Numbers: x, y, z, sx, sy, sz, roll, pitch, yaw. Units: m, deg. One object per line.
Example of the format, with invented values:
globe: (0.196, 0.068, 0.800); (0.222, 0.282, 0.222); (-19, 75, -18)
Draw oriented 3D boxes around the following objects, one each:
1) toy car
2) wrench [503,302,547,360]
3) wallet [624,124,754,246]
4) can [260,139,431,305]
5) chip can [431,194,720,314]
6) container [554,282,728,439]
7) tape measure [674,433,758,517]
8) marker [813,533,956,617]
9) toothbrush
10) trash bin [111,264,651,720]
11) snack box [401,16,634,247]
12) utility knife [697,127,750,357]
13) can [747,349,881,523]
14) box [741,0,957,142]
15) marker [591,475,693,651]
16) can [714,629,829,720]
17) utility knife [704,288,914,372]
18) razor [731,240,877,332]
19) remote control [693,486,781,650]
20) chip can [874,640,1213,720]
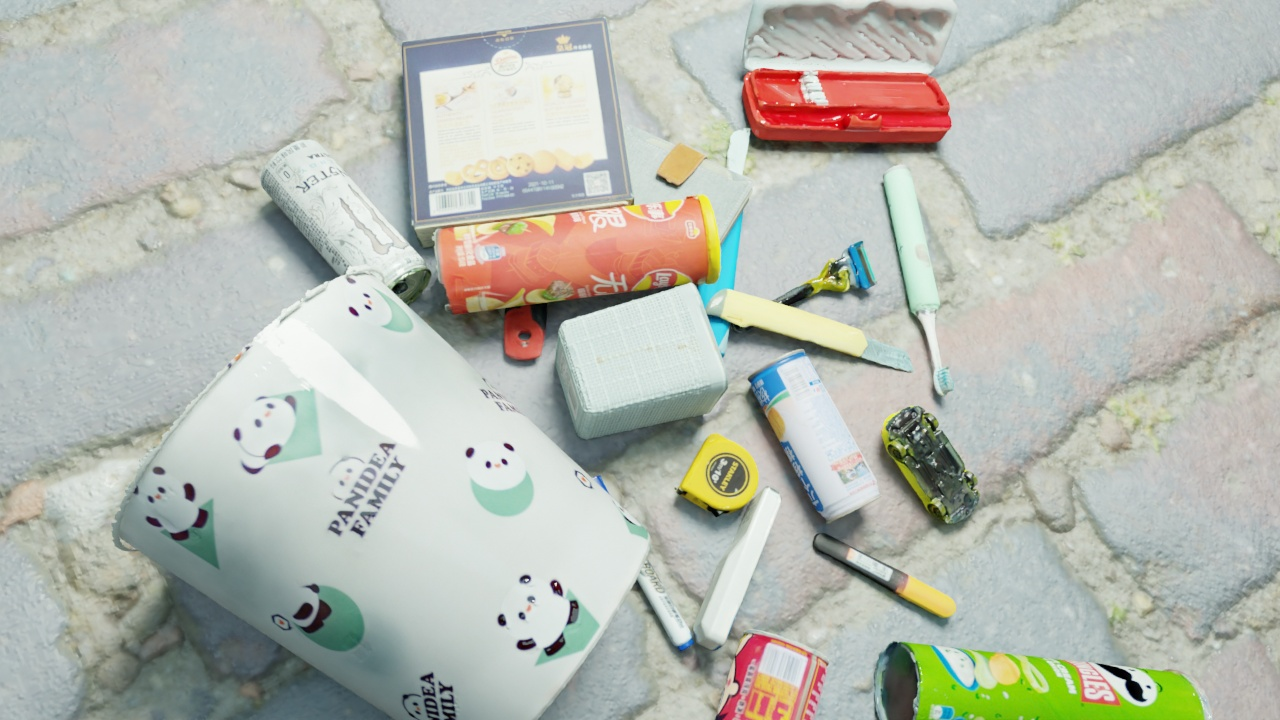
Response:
toy car: (0.240, 0.088, 0.766); (0.048, 0.032, 0.105); (-36, 92, -21)
wrench: (-0.087, -0.127, 0.788); (0.056, 0.016, 0.273); (7, 68, -3)
wallet: (0.022, -0.145, 0.798); (0.130, 0.037, 0.106); (28, 69, 9)
can: (-0.233, -0.105, 0.728); (0.058, 0.058, 0.146); (-40, 81, -21)
chip can: (-0.049, -0.083, 0.724); (0.216, 0.073, 0.073); (-7, 71, -3)
container: (-0.004, 0.004, 0.719); (0.111, 0.090, 0.090); (-14, 73, -13)
tape measure: (0.064, 0.094, 0.729); (0.057, 0.029, 0.059); (31, 67, 2)
marker: (0.194, 0.172, 0.735); (0.124, 0.015, 0.018); (28, 66, 3)
toothbrush: (0.252, -0.075, 0.829); (0.026, 0.027, 0.224); (1, 70, -17)
trash bin: (-0.147, 0.107, 0.588); (0.252, 0.230, 0.229); (40, 68, -2)
snack box: (-0.105, -0.194, 0.776); (0.178, 0.046, 0.182); (-7, 71, -1)
utility knife: (0.075, -0.112, 0.812); (0.034, 0.018, 0.234); (8, 68, 7)
can: (0.141, 0.061, 0.743); (0.053, 0.053, 0.134); (-22, 76, -18)
box: (0.199, -0.273, 0.852); (0.201, 0.100, 0.110); (-2, 59, -11)
marker: (-0.002, 0.154, 0.701); (0.016, 0.017, 0.145); (-27, 77, -19)
can: (0.091, 0.249, 0.657); (0.066, 0.067, 0.093); (23, 67, -2)
utility knife: (0.150, -0.025, 0.786); (0.201, 0.021, 0.031); (15, 77, -9)
razor: (0.140, -0.058, 0.805); (0.142, 0.022, 0.042); (-26, 99, -13)
remote control: (0.073, 0.157, 0.697); (0.024, 0.049, 0.124); (27, 67, 2)
chip can: (0.301, 0.259, 0.694); (0.236, 0.072, 0.072); (8, 69, -7)
